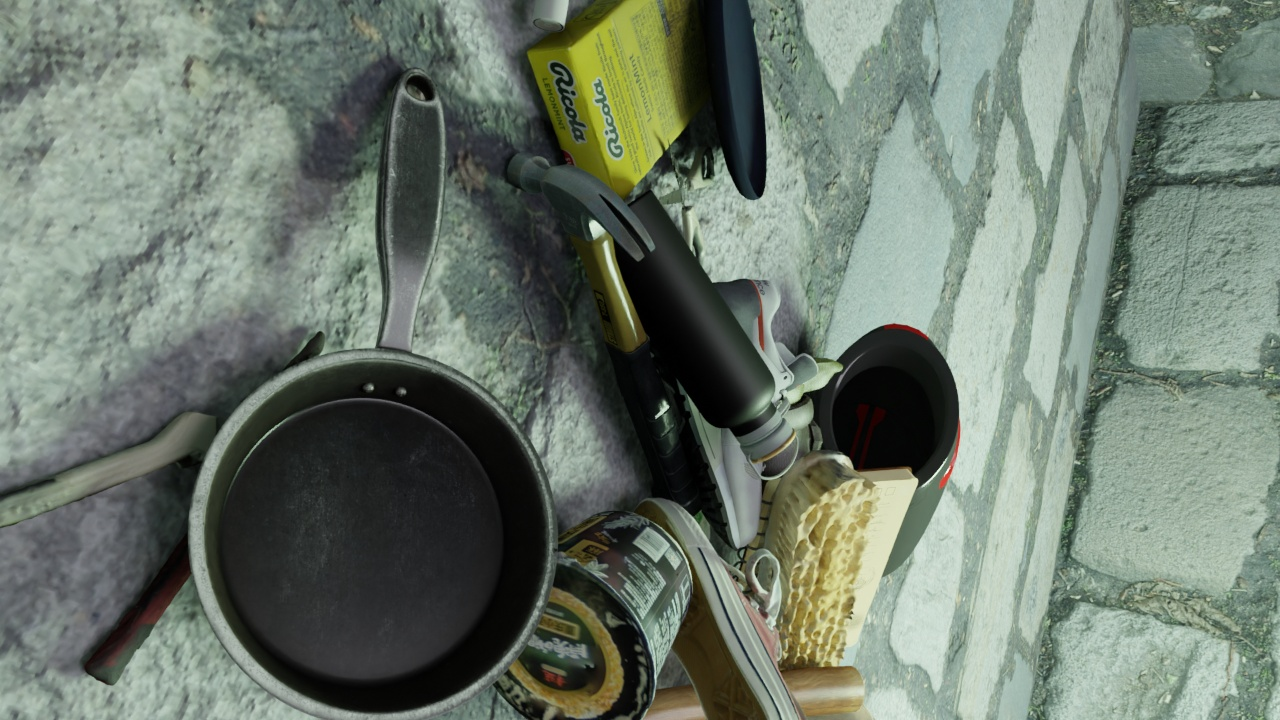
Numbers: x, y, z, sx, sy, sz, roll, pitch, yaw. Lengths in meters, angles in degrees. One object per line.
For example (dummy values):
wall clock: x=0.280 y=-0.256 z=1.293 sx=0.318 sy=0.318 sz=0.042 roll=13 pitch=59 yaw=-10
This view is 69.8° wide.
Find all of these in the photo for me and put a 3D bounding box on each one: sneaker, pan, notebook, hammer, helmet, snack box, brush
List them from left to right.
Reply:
pan: x=-0.132 y=0.005 z=0.492 sx=0.187 sy=0.055 sz=0.356 roll=10 pitch=66 yaw=-33
snack box: x=-0.006 y=-0.213 z=0.682 sx=0.180 sy=0.045 sz=0.121 roll=-55 pitch=139 yaw=-38
hammer: x=-0.004 y=0.004 z=0.680 sx=0.025 sy=0.118 sz=0.333 roll=-39 pitch=134 yaw=-23
pan: x=0.060 y=-0.283 z=0.714 sx=0.357 sy=0.021 sz=0.198 roll=67 pitch=24 yaw=-48
hammer: x=0.073 y=0.300 z=0.780 sx=0.300 sy=0.037 sz=0.158 roll=4 pitch=92 yaw=-30
sneaker: x=0.068 y=0.201 z=0.702 sx=0.087 sy=0.241 sz=0.118 roll=4 pitch=129 yaw=-35
sneaker: x=0.090 y=0.035 z=0.766 sx=0.124 sy=0.089 sz=0.240 roll=-23 pitch=110 yaw=-12
brush: x=0.151 y=0.197 z=0.823 sx=0.083 sy=0.056 sz=0.272 roll=-9 pitch=124 yaw=-19
notebook: x=0.163 y=0.202 z=0.883 sx=0.167 sy=0.024 sz=0.226 roll=-1 pitch=121 yaw=-20
helmet: x=0.243 y=0.106 z=0.986 sx=0.170 sy=0.164 sz=0.264 roll=84 pitch=23 yaw=-69

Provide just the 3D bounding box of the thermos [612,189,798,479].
thermos: x=0.047 y=-0.012 z=0.676 sx=0.231 sy=0.061 sz=0.061 roll=56 pitch=46 yaw=-9

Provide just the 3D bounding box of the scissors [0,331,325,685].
scissors: x=-0.222 y=0.062 z=0.443 sx=0.179 sy=0.015 sz=0.194 roll=24 pitch=75 yaw=-54

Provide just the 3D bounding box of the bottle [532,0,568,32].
bottle: x=-0.046 y=-0.314 z=0.600 sx=0.052 sy=0.053 sz=0.195 roll=12 pitch=86 yaw=-55

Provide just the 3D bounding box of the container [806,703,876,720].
container: x=0.133 y=0.427 z=0.858 sx=0.188 sy=0.190 sz=0.187 roll=-21 pitch=112 yaw=-52

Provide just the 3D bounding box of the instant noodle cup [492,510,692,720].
instant noodle cup: x=-0.030 y=0.174 z=0.640 sx=0.112 sy=0.137 sz=0.137 roll=-32 pitch=121 yaw=-59

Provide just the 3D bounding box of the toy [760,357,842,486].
toy: x=0.116 y=0.067 z=0.869 sx=0.179 sy=0.078 sz=0.153 roll=-8 pitch=101 yaw=-30

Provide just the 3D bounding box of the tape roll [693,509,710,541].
tape roll: x=0.032 y=0.165 z=0.821 sx=0.093 sy=0.018 sz=0.094 roll=-14 pitch=107 yaw=-53

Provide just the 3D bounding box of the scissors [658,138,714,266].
scissors: x=0.041 y=-0.132 z=0.757 sx=0.157 sy=0.013 sz=0.169 roll=-68 pitch=158 yaw=-46
